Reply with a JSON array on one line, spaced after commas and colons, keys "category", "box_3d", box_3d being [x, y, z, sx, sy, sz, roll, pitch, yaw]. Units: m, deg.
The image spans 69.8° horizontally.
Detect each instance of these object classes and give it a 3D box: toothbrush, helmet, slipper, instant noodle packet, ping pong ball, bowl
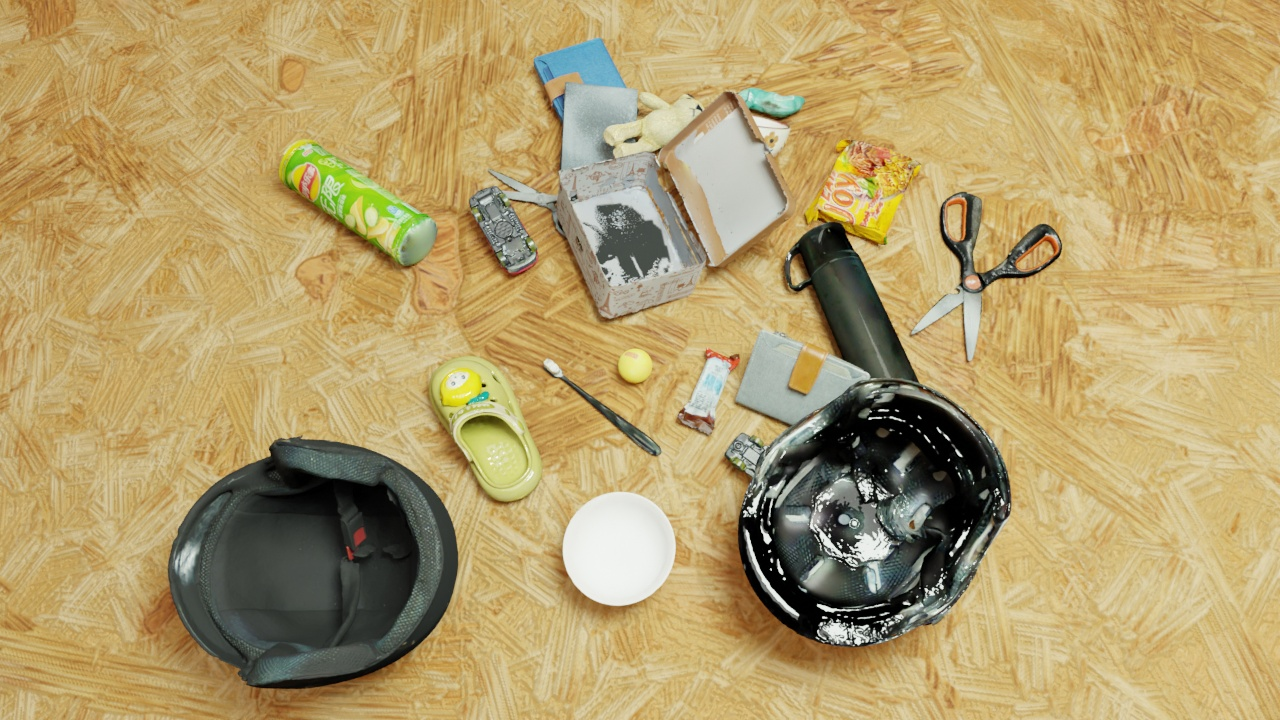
[{"category": "toothbrush", "box_3d": [-0.046, 0.054, 1.075, 0.181, 0.018, 0.015, 38, 72, 16]}, {"category": "helmet", "box_3d": [0.230, 0.156, 0.939, 0.230, 0.157, 0.274, 41, 86, 15]}, {"category": "slipper", "box_3d": [-0.176, 0.069, 1.045, 0.091, 0.082, 0.190, -29, 71, -10]}, {"category": "instant noodle packet", "box_3d": [0.276, -0.211, 1.144, 0.111, 0.044, 0.128, 23, 72, 17]}, {"category": "helmet", "box_3d": [-0.314, 0.204, 0.921, 0.275, 0.230, 0.233, -1, 74, 12]}, {"category": "ping pong ball", "box_3d": [-0.006, 0.006, 1.077, 0.040, 0.040, 0.040, -1, 68, 3]}, {"category": "bowl", "box_3d": [-0.020, 0.206, 0.984, 0.118, 0.065, 0.118, -2, 68, 4]}, {"category": "bowl", "box_3d": [0.128, -0.276, 1.159, 0.113, 0.113, 0.062, 13, 111, 9]}]

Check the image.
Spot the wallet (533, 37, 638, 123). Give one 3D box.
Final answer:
[{"category": "wallet", "box_3d": [-0.076, -0.370, 1.238, 0.106, 0.040, 0.133, -21, 68, -9]}]

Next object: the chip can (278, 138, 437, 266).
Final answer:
[{"category": "chip can", "box_3d": [-0.359, -0.200, 1.170, 0.221, 0.073, 0.072, 33, 74, 16]}]

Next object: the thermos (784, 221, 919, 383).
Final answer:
[{"category": "thermos", "box_3d": [0.244, -0.041, 1.070, 0.090, 0.068, 0.242, -27, 65, 18]}]

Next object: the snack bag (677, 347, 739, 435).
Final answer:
[{"category": "snack bag", "box_3d": [0.081, 0.032, 1.068, 0.045, 0.026, 0.105, 23, 72, 3]}]

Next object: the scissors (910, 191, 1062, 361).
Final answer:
[{"category": "scissors", "box_3d": [0.413, -0.109, 1.103, 0.225, 0.022, 0.220, -10, 67, 0]}]

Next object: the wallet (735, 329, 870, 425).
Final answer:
[{"category": "wallet", "box_3d": [0.180, 0.029, 1.026, 0.130, 0.107, 0.036, 23, 33, 13]}]

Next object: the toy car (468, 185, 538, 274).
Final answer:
[{"category": "toy car", "box_3d": [-0.171, -0.162, 1.155, 0.053, 0.045, 0.120, -28, 75, -5]}]

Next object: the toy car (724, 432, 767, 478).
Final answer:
[{"category": "toy car", "box_3d": [0.139, 0.120, 1.024, 0.090, 0.035, 0.042, 35, 76, 16]}]

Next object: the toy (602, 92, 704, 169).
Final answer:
[{"category": "toy", "box_3d": [0.021, -0.295, 1.171, 0.157, 0.066, 0.105, -29, 94, -29]}]

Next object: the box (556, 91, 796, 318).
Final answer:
[{"category": "box", "box_3d": [0.038, -0.180, 1.098, 0.273, 0.130, 0.179, -27, 69, 9]}]

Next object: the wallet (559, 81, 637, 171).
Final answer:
[{"category": "wallet", "box_3d": [-0.054, -0.299, 1.193, 0.097, 0.019, 0.120, 3, 85, -6]}]

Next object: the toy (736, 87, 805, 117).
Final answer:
[{"category": "toy", "box_3d": [0.161, -0.336, 1.200, 0.092, 0.030, 0.096, 17, 33, 22]}]

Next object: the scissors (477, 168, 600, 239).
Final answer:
[{"category": "scissors", "box_3d": [-0.123, -0.206, 1.186, 0.163, 0.014, 0.166, -20, 68, -5]}]
